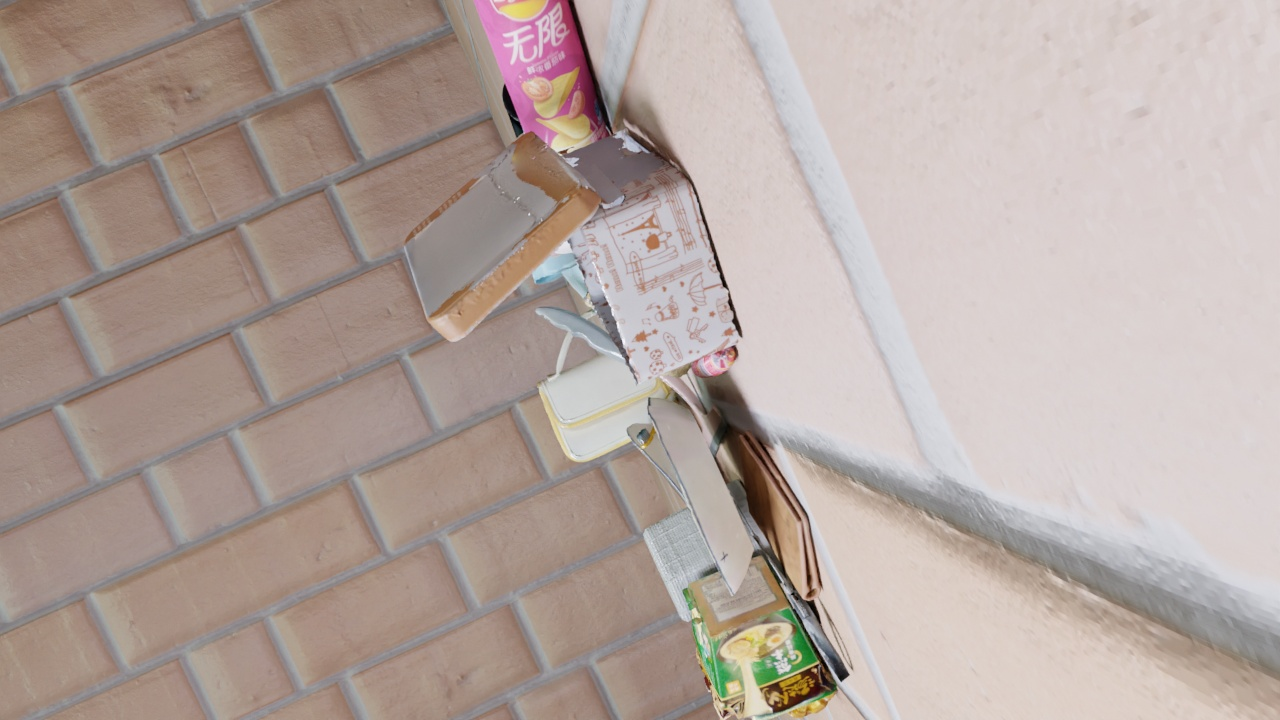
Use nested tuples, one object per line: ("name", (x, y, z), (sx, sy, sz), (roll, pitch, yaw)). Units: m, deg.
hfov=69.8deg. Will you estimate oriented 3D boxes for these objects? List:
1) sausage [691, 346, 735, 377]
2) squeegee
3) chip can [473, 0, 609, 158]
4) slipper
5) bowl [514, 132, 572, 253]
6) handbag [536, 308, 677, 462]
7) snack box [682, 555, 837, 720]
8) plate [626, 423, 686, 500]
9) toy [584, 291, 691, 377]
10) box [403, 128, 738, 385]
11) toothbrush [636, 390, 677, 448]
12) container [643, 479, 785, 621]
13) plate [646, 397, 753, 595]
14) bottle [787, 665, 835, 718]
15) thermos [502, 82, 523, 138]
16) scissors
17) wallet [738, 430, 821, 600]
("sausage", (0.057, 0.002, 0.724), (0.156, 0.020, 0.020), (132, 113, -85))
("squeegee", (-0.006, 0.006, 0.983), (0.249, 0.040, 0.248), (35, 171, 8))
("chip can", (-0.082, -0.247, 0.708), (0.211, 0.071, 0.071), (71, 173, -48))
("slipper", (-0.080, -0.100, 1.000), (0.245, 0.074, 0.104), (52, 166, -11))
("bowl", (-0.058, -0.161, 0.829), (0.065, 0.118, 0.118), (-7, 111, 46))
("handbag", (-0.052, 0.026, 1.193), (0.063, 0.163, 0.179), (-157, 43, -81))
("snack box", (0.106, 0.256, 0.864), (0.118, 0.117, 0.106), (-118, 9, -61))
("plate", (0.055, 0.130, 1.093), (0.164, 0.034, 0.163), (50, -175, 7))
("toy", (0.001, -0.049, 0.845), (0.066, 0.105, 0.157), (-48, 53, 37))
("box", (-0.062, -0.065, 0.645), (0.183, 0.193, 0.156), (-121, 7, -61))
("toothbrush", (0.020, 0.064, 1.081), (0.018, 0.016, 0.191), (56, -161, -7))
("container", (0.073, 0.197, 0.938), (0.090, 0.114, 0.090), (-120, 7, -50))
("plate", (0.053, 0.104, 0.798), (0.265, 0.034, 0.162), (-55, -58, -89))
("bottle", (0.144, 0.295, 0.983), (0.174, 0.057, 0.057), (-121, 8, -54))
("thermos", (-0.099, -0.234, 0.977), (0.243, 0.068, 0.090), (88, 157, -78))
("scissors", (0.129, 0.200, 0.782), (0.159, 0.014, 0.175), (58, -178, 23))
("wallet", (0.112, 0.125, 0.742), (0.101, 0.020, 0.115), (-121, 10, -46))
